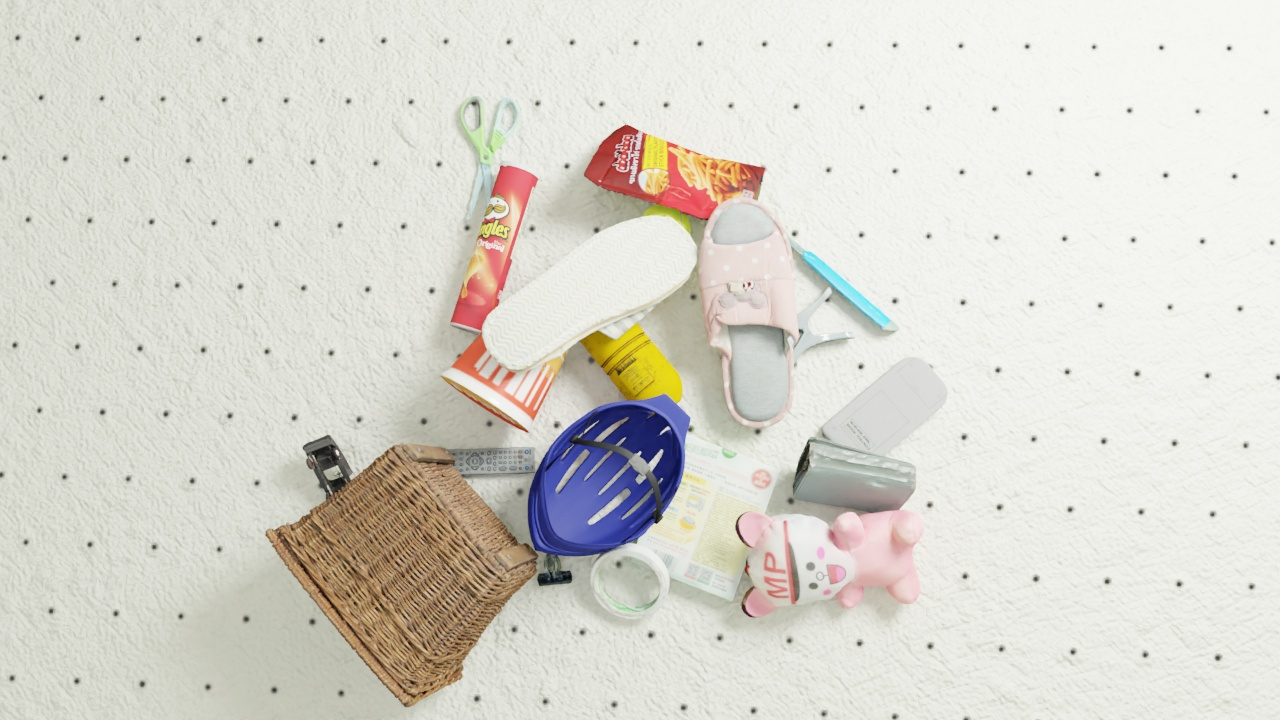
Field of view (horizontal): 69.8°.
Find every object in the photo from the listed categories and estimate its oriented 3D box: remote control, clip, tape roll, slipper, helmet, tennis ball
[{"bbox_3d":[0.299,0.063,1.117,0.151,0.019,0.074,-40,83,-1],"label":"remote control"},{"bbox_3d":[0.169,-0.041,1.130,0.163,0.028,0.115,-25,85,-1],"label":"clip"},{"bbox_3d":[-0.013,0.263,1.092,0.094,0.018,0.094,3,107,10],"label":"tape roll"},{"bbox_3d":[-0.199,0.125,1.135,0.136,0.013,0.033,-2,83,3],"label":"remote control"},{"bbox_3d":[0.131,-0.053,1.075,0.114,0.054,0.274,-8,98,1],"label":"slipper"},{"bbox_3d":[-0.041,0.139,1.018,0.148,0.227,0.241,44,92,-2],"label":"helmet"},{"bbox_3d":[0.029,-0.161,1.131,0.065,0.065,0.065,0,83,2],"label":"tennis ball"},{"bbox_3d":[-0.057,-0.075,1.060,0.272,0.054,0.114,-30,83,-14],"label":"slipper"}]

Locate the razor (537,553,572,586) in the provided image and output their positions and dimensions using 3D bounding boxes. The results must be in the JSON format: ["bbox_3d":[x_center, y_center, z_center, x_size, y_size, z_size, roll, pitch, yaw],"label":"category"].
[{"bbox_3d":[-0.112,0.201,1.119,0.043,0.022,0.144,-6,83,1],"label":"razor"}]

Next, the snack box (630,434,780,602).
[{"bbox_3d":[0.078,0.187,1.109,0.132,0.027,0.168,21,85,5],"label":"snack box"}]

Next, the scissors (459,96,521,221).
[{"bbox_3d":[-0.208,-0.259,1.181,0.093,0.032,0.175,12,80,1],"label":"scissors"}]

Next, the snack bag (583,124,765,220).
[{"bbox_3d":[0.044,-0.223,1.128,0.208,0.067,0.138,16,47,3],"label":"snack bag"}]

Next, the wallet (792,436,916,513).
[{"bbox_3d":[0.248,0.138,1.071,0.132,0.100,0.054,15,62,4],"label":"wallet"}]

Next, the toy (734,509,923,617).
[{"bbox_3d":[0.218,0.229,1.064,0.213,0.084,0.142,-7,118,-1],"label":"toy"}]

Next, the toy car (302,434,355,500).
[{"bbox_3d":[-0.377,0.135,1.126,0.040,0.037,0.092,-22,108,-1],"label":"toy car"}]

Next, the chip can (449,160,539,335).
[{"bbox_3d":[-0.182,-0.138,1.145,0.052,0.052,0.214,16,85,4],"label":"chip can"}]

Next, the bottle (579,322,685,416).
[{"bbox_3d":[-0.007,0.006,1.111,0.071,0.071,0.164,-39,83,-2],"label":"bottle"}]

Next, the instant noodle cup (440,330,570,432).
[{"bbox_3d":[-0.153,0.002,1.099,0.123,0.123,0.121,31,78,6],"label":"instant noodle cup"}]

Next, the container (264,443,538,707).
[{"bbox_3d":[-0.252,0.222,1.039,0.183,0.162,0.250,-45,78,1],"label":"container"}]

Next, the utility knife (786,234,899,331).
[{"bbox_3d":[0.246,-0.096,1.137,0.185,0.031,0.015,44,127,7],"label":"utility knife"}]
